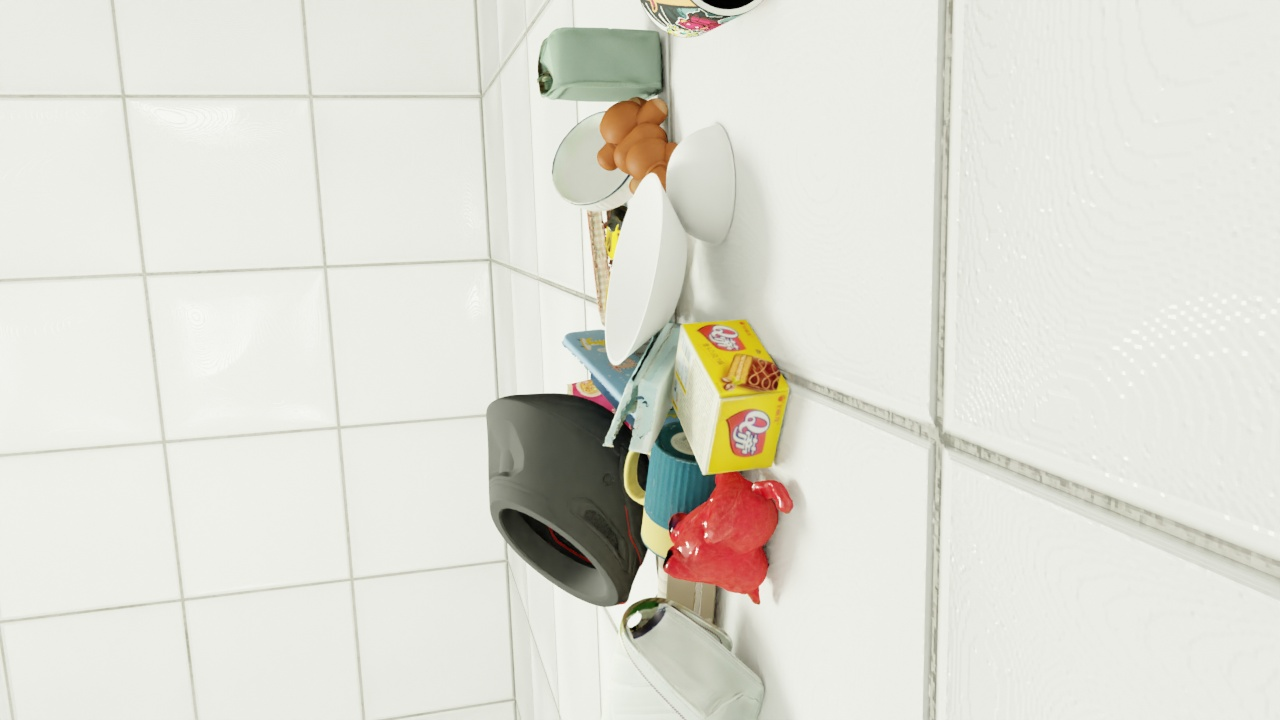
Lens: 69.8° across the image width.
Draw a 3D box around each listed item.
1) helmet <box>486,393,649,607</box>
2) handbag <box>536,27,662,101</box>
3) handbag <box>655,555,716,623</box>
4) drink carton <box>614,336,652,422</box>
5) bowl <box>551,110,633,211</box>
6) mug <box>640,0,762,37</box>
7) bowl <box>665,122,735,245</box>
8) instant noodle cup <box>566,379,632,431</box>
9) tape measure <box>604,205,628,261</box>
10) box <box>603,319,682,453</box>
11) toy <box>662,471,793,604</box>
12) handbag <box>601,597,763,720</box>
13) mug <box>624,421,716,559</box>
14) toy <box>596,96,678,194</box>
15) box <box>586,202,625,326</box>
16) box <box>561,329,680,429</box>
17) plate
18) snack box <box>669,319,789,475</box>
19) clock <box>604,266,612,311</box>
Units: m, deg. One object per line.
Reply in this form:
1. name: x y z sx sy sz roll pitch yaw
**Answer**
1. helmet: -0.073 0.136 1.035 0.165 0.169 0.264 -15 123 49
2. handbag: -0.044 -0.315 0.982 0.106 0.121 0.067 -166 73 -75
3. handbag: 0.036 0.230 0.998 0.197 0.062 0.176 -105 16 -65
4. drink carton: -0.006 0.006 1.073 0.076 0.048 0.124 143 122 -73
5. bowl: -0.037 -0.220 1.058 0.062 0.118 0.118 32 -139 -55
6. mug: 0.057 -0.314 0.702 0.118 0.082 0.098 -65 18 3
7. bowl: 0.047 -0.158 0.833 0.110 0.040 0.110 175 91 -76
8. instant noodle cup: -0.058 0.098 1.193 0.179 0.077 0.178 179 91 -83
9. tape measure: -0.023 -0.149 1.118 0.065 0.037 0.064 -118 28 -58
10. box: 0.015 0.016 0.845 0.083 0.066 0.198 -54 1 23
11. toy: 0.090 0.139 0.754 0.133 0.094 0.087 -46 15 38
12. handbag: 0.029 0.337 0.867 0.142 0.096 0.199 38 133 35
13. mug: 0.033 0.114 0.845 0.114 0.083 0.107 22 122 33
14. toy: 0.004 -0.222 0.960 0.095 0.065 0.127 -42 59 20
15. box: -0.028 -0.135 1.174 0.058 0.062 0.188 -10 -87 -79
16. box: -0.014 0.044 0.967 0.209 0.077 0.074 43 128 48
17. plate: 0.009 -0.079 0.830 0.174 0.036 0.174 -171 91 -76
18. snack box: 0.070 0.029 0.754 0.105 0.061 0.084 -113 24 -52
19. clock: 0.003 -0.086 0.976 0.152 0.052 0.113 -132 58 -70
